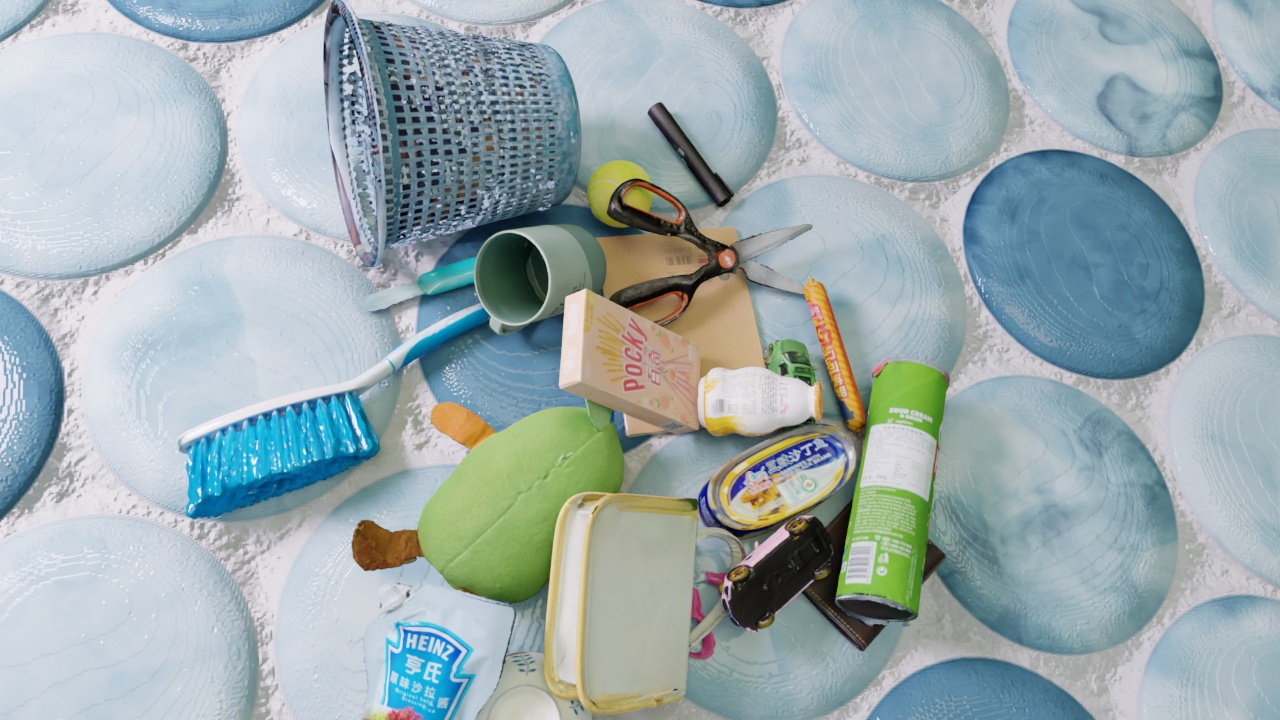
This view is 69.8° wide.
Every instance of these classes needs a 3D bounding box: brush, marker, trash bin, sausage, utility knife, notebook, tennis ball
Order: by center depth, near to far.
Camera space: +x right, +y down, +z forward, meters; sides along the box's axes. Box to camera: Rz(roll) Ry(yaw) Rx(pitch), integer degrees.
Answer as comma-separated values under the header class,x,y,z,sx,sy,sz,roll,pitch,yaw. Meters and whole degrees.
class,x,y,z,sx,sy,sz,roll,pitch,yaw
brush,-0.247,0.035,0.806,0.314,0.061,0.109,-19,69,-17
trash bin,-0.168,-0.207,0.836,0.194,0.227,0.226,-9,70,-25
utility knife,-0.169,-0.085,0.880,0.209,0.013,0.029,-20,75,-17
sausage,0.188,-0.006,0.888,0.021,0.021,0.165,-13,78,-13
notebook,0.042,-0.033,0.893,0.147,0.008,0.207,-7,71,-10
tennis ball,-0.020,-0.164,0.903,0.065,0.066,0.065,3,69,-7
marker,0.052,-0.216,0.958,0.022,0.020,0.132,-33,77,-7

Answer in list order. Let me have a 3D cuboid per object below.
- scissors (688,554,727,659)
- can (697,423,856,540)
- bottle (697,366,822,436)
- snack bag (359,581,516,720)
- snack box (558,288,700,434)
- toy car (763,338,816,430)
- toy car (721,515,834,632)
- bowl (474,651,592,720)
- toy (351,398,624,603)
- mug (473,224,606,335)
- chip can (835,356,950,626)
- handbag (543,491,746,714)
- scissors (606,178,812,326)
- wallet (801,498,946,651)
class,x,y,z,sx,sy,sz,roll,pitch,yaw
scissors,0.047,0.198,0.803,0.133,0.017,0.128,21,71,5
can,0.123,0.109,0.828,0.148,0.049,0.074,-23,73,-15
bottle,0.107,0.037,0.822,0.108,0.063,0.063,-1,68,16
snack bag,-0.165,0.262,0.692,0.110,0.038,0.191,14,94,17
snack box,-0.005,0.005,0.802,0.157,0.026,0.084,25,59,-44
toy car,0.145,0.021,0.868,0.043,0.036,0.091,5,64,-22
toy car,0.116,0.179,0.782,0.122,0.037,0.056,-33,98,-28
bowl,-0.093,0.287,0.724,0.113,0.062,0.113,2,69,-6
toy,-0.104,0.126,0.769,0.246,0.090,0.227,-41,88,-24
mug,-0.094,-0.070,0.840,0.082,0.112,0.106,41,27,14
chip can,0.225,0.112,0.815,0.072,0.072,0.235,18,62,-1
handbag,0.010,0.191,0.746,0.178,0.063,0.163,9,82,-36
scissors,0.061,-0.103,0.882,0.220,0.022,0.222,-40,102,-11
wallet,0.203,0.184,0.827,0.122,0.020,0.096,-40,78,-21
